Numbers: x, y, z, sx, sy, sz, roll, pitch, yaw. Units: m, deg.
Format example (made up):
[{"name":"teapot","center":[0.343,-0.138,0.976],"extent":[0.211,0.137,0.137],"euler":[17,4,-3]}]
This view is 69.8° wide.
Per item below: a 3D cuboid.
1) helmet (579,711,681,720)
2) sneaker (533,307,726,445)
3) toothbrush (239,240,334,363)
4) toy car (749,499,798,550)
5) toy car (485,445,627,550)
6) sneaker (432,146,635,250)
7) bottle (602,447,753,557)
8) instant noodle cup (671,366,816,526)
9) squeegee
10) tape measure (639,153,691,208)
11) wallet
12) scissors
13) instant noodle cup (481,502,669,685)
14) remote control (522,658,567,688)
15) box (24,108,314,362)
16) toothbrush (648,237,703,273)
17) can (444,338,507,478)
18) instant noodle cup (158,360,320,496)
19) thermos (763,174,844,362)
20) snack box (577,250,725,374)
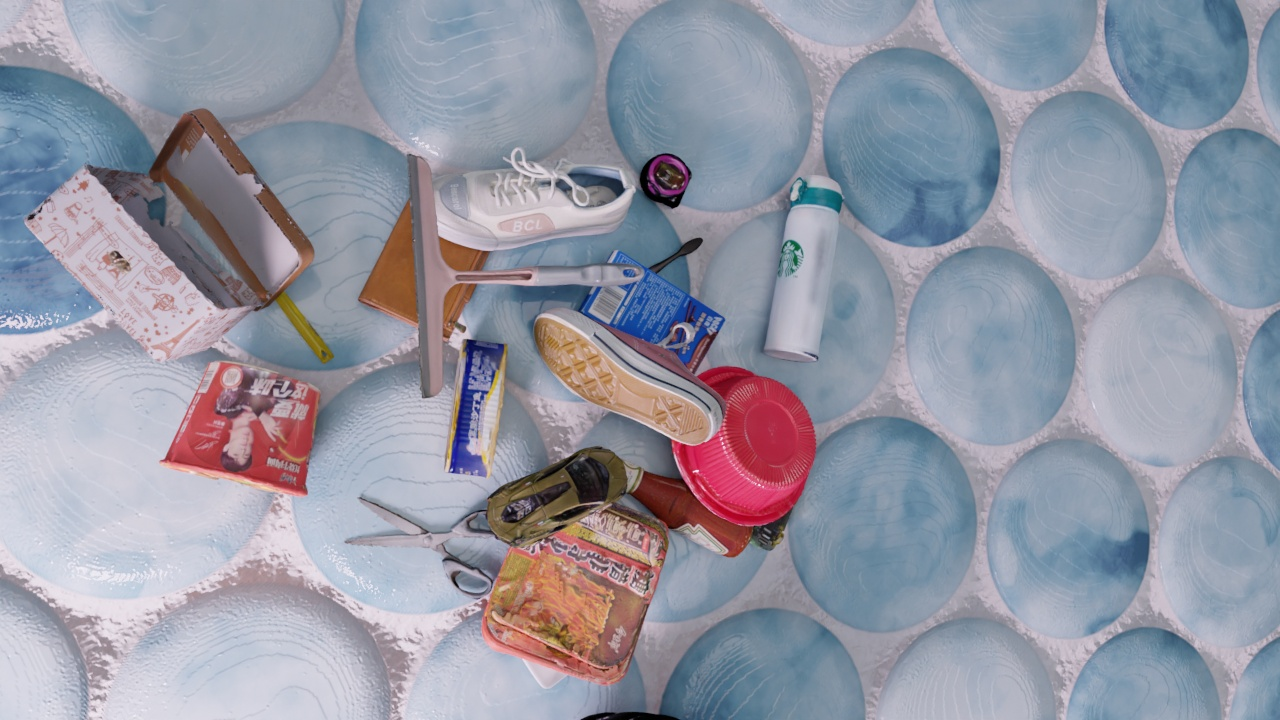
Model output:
[{"name":"helmet","center":[-0.010,0.494,0.933],"extent":[0.233,0.230,0.274],"euler":[25,87,-21]},{"name":"sneaker","center":[-0.006,0.006,1.021],"extent":[0.241,0.118,0.087],"euler":[28,39,17]},{"name":"toothbrush","center":[-0.386,-0.077,0.965],"extent":[0.015,0.017,0.190],"euler":[-37,97,-15]},{"name":"toy car","center":[0.155,0.183,1.101],"extent":[0.043,0.036,0.091],"euler":[34,69,-15]},{"name":"toy car","center":[-0.086,0.140,0.963],"extent":[0.158,0.042,0.070],"euler":[-25,75,-19]},{"name":"sneaker","center":[-0.119,-0.179,1.003],"extent":[0.242,0.091,0.089],"euler":[-6,74,-21]},{"name":"bottle","center":[0.033,0.160,1.057],"extent":[0.206,0.060,0.059],"euler":[29,78,-12]},{"name":"instant noodle cup","center":[0.133,0.089,1.059],"extent":[0.193,0.066,0.193],"euler":[12,65,-26]},{"name":"squeegee","center":[-0.117,-0.090,0.980],"extent":[0.249,0.040,0.247],"euler":[-3,91,-19]},{"name":"tape measure","center":[0.030,-0.216,1.089],"extent":[0.058,0.039,0.057],"euler":[28,79,-13]},{"name":"wallet","center":[-0.225,-0.097,1.004],"extent":[0.119,0.035,0.130],"euler":[28,72,-18]},{"name":"scissors","center":[-0.224,0.197,0.998],"extent":[0.159,0.014,0.175],"euler":[-31,94,-16]},{"name":"instant noodle cup","center":[-0.070,0.241,0.993],"extent":[0.164,0.079,0.188],"euler":[22,70,-4]},{"name":"remote control","center":[-0.068,0.308,1.034],"extent":[0.135,0.020,0.056],"euler":[-35,96,-16]},{"name":"box","center":[-0.425,-0.124,0.885],"extent":[0.181,0.153,0.182],"euler":[-39,99,4]},{"name":"toothbrush","center":[-0.003,-0.095,1.088],"extent":[0.188,0.017,0.014],"euler":[-34,92,-13]},{"name":"can","center":[-0.178,0.051,0.990],"extent":[0.049,0.075,0.148],"euler":[8,84,-14]},{"name":"instant noodle cup","center":[-0.383,0.067,0.901],"extent":[0.138,0.138,0.108],"euler":[16,75,-15]},{"name":"thermos","center":[0.199,-0.114,1.120],"extent":[0.073,0.073,0.224],"euler":[13,82,-16]},{"name":"snack box","center":[0.014,-0.053,1.073],"extent":[0.157,0.026,0.084],"euler":[31,84,-16]}]
